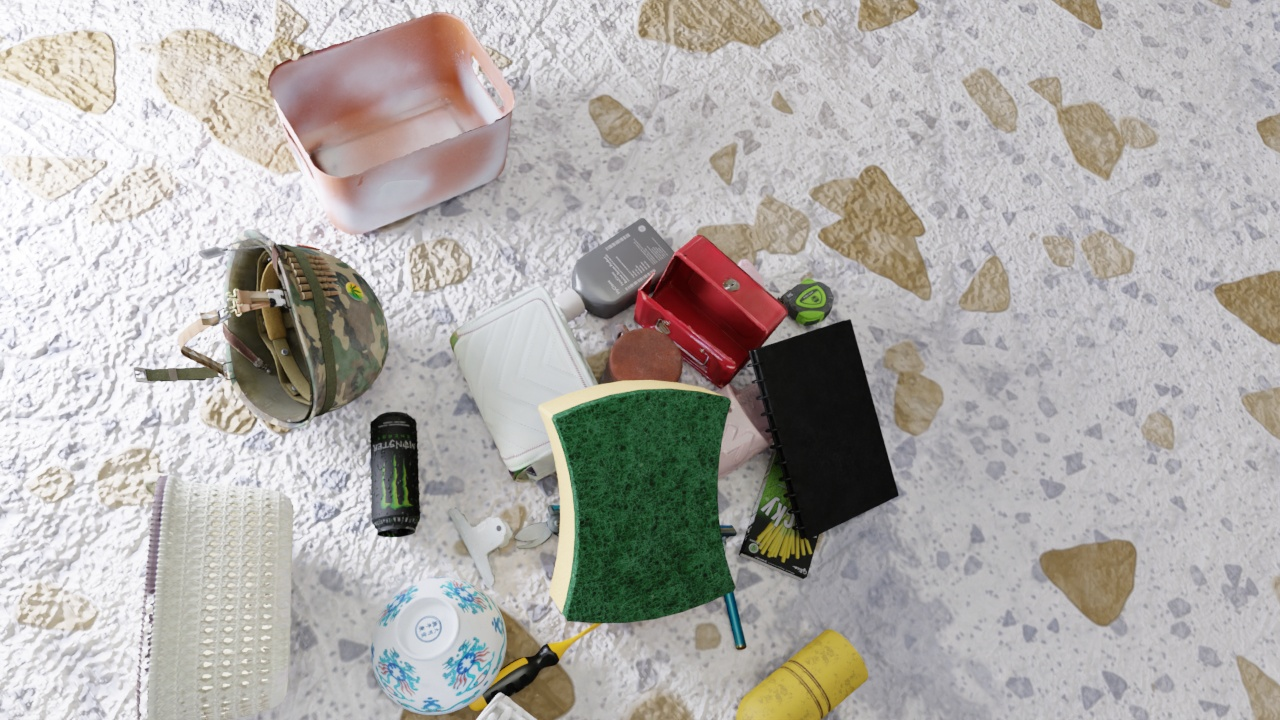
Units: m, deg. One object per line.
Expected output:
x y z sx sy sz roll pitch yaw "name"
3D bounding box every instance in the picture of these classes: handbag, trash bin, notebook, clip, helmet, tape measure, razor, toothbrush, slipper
-0.126 0.031 1.089 0.142 0.096 0.198 -27 73 2 "handbag"
-0.306 -0.295 1.165 0.259 0.158 0.181 -28 75 -19 "trash bin"
0.222 0.081 1.111 0.168 0.019 0.231 -17 93 -31 "notebook"
-0.174 0.201 1.042 0.054 0.040 0.101 -30 76 -8 "clip"
-0.403 -0.036 1.007 0.235 0.193 0.224 -33 89 -49 "helmet"
0.227 -0.076 1.237 0.065 0.036 0.058 -33 67 -18 "tape measure"
0.103 0.264 1.073 0.042 0.022 0.143 12 63 -46 "razor"
-0.099 0.321 1.000 0.196 0.031 0.031 -28 32 -19 "toothbrush"
0.122 0.077 1.134 0.238 0.065 0.094 -24 73 -21 "slipper"

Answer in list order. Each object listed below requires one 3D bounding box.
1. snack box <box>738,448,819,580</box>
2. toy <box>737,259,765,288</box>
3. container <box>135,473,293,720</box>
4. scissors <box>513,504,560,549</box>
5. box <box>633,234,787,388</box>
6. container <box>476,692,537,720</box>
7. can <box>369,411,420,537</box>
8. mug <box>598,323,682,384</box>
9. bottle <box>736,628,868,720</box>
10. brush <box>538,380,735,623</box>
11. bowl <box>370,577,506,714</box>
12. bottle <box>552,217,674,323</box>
0.182 0.183 1.119 0.080 0.025 0.147 23 64 0 "snack box"
0.140 -0.094 1.210 0.053 0.099 0.095 -11 40 16 "toy"
-0.419 0.237 0.901 0.143 0.185 0.251 1 65 -20 "container"
-0.073 0.178 1.077 0.130 0.019 0.150 21 66 1 "scissors"
0.085 -0.059 1.151 0.157 0.136 0.117 39 71 6 "box"
-0.114 0.445 0.858 0.187 0.190 0.188 35 65 7 "container"
-0.278 0.128 1.040 0.054 0.054 0.137 -3 67 -12 "can"
-0.007 0.007 1.117 0.096 0.110 0.123 -15 71 -22 "mug"
0.168 0.374 1.008 0.163 0.071 0.071 -31 76 -21 "bottle"
-0.002 0.151 1.002 0.194 0.075 0.250 -5 99 -19 "brush"
-0.216 0.287 0.956 0.144 0.074 0.143 0 59 -1 "bowl"
-0.039 -0.106 1.192 0.173 0.046 0.083 -35 77 -22 "bottle"
